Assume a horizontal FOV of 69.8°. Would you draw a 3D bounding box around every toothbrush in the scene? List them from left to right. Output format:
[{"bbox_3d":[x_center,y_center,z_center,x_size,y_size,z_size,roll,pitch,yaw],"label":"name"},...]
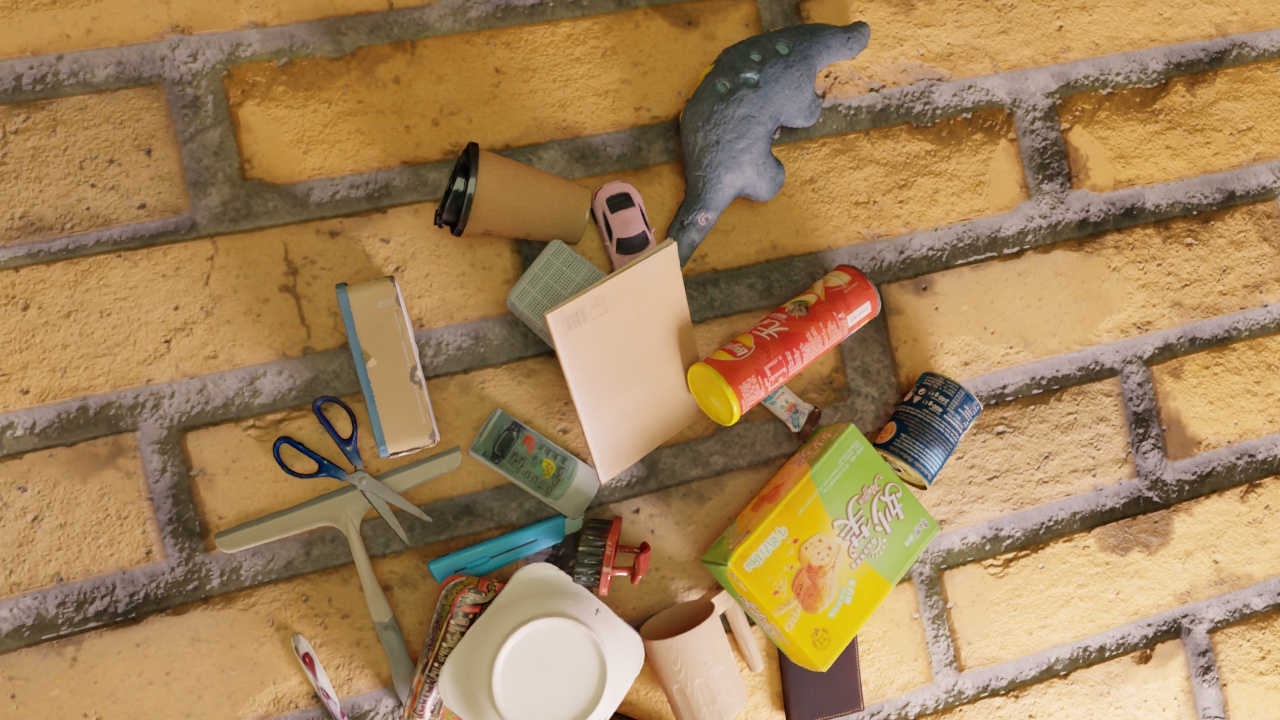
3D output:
[{"bbox_3d":[-0.296,0.350,0.897,0.016,0.017,0.187,-27,95,-12],"label":"toothbrush"}]

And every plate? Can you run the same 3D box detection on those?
[{"bbox_3d":[-0.087,0.290,0.856,0.164,0.034,0.163,41,76,-10],"label":"plate"}]

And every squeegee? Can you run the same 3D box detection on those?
[{"bbox_3d":[-0.255,0.241,0.897,0.246,0.039,0.246,-19,94,-11],"label":"squeegee"}]

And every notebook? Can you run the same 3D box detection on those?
[{"bbox_3d":[-0.005,0.005,0.893,0.149,0.012,0.212,-33,129,-23],"label":"notebook"}]

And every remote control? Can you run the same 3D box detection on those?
[{"bbox_3d":[-0.106,0.106,0.935,0.135,0.019,0.056,34,70,-9],"label":"remote control"}]

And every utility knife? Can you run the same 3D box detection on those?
[{"bbox_3d":[-0.131,0.188,0.926,0.166,0.018,0.034,-18,95,-22],"label":"utility knife"}]

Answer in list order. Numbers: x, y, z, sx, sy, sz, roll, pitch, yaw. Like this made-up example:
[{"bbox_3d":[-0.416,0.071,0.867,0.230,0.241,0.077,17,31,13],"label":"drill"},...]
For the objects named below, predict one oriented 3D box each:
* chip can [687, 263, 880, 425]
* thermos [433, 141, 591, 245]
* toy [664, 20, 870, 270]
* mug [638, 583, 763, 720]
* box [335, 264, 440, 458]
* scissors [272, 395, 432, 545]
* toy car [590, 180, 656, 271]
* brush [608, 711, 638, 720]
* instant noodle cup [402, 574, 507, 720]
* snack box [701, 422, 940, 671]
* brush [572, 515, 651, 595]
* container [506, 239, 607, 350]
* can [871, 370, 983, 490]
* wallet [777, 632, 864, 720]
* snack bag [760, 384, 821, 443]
[{"bbox_3d":[0.151,-0.020,0.950,0.216,0.073,0.073,-34,96,-20],"label":"chip can"},{"bbox_3d":[-0.126,-0.158,0.908,0.143,0.093,0.093,11,87,-20],"label":"thermos"},{"bbox_3d":[0.114,-0.254,0.962,0.138,0.091,0.356,41,82,-37],"label":"toy"},{"bbox_3d":[0.070,0.304,0.951,0.124,0.084,0.103,-25,96,-38],"label":"mug"},{"bbox_3d":[-0.242,-0.001,0.878,0.059,0.090,0.184,-17,90,-11],"label":"box"},{"bbox_3d":[-0.284,0.115,0.891,0.146,0.012,0.169,-15,81,-5],"label":"scissors"},{"bbox_3d":[-0.012,-0.127,0.954,0.056,0.037,0.122,-20,94,-10],"label":"toy car"},{"bbox_3d":[0.007,0.412,0.941,0.144,0.055,0.073,22,84,-11],"label":"brush"},{"bbox_3d":[-0.124,0.302,0.903,0.188,0.079,0.164,18,86,-11],"label":"instant noodle cup"},{"bbox_3d":[0.190,0.190,0.960,0.209,0.070,0.157,-44,98,-18],"label":"snack box"},{"bbox_3d":[-0.026,0.191,0.891,0.069,0.146,0.063,9,88,2],"label":"brush"},{"bbox_3d":[-0.069,-0.054,0.915,0.111,0.090,0.090,40,82,-7],"label":"container"},{"bbox_3d":[0.310,0.075,0.999,0.075,0.075,0.111,39,81,-9],"label":"can"},{"bbox_3d":[0.197,0.330,1.001,0.096,0.020,0.122,-5,89,-17],"label":"wallet"},{"bbox_3d":[0.149,0.042,0.990,0.105,0.026,0.045,40,65,-8],"label":"snack bag"}]
